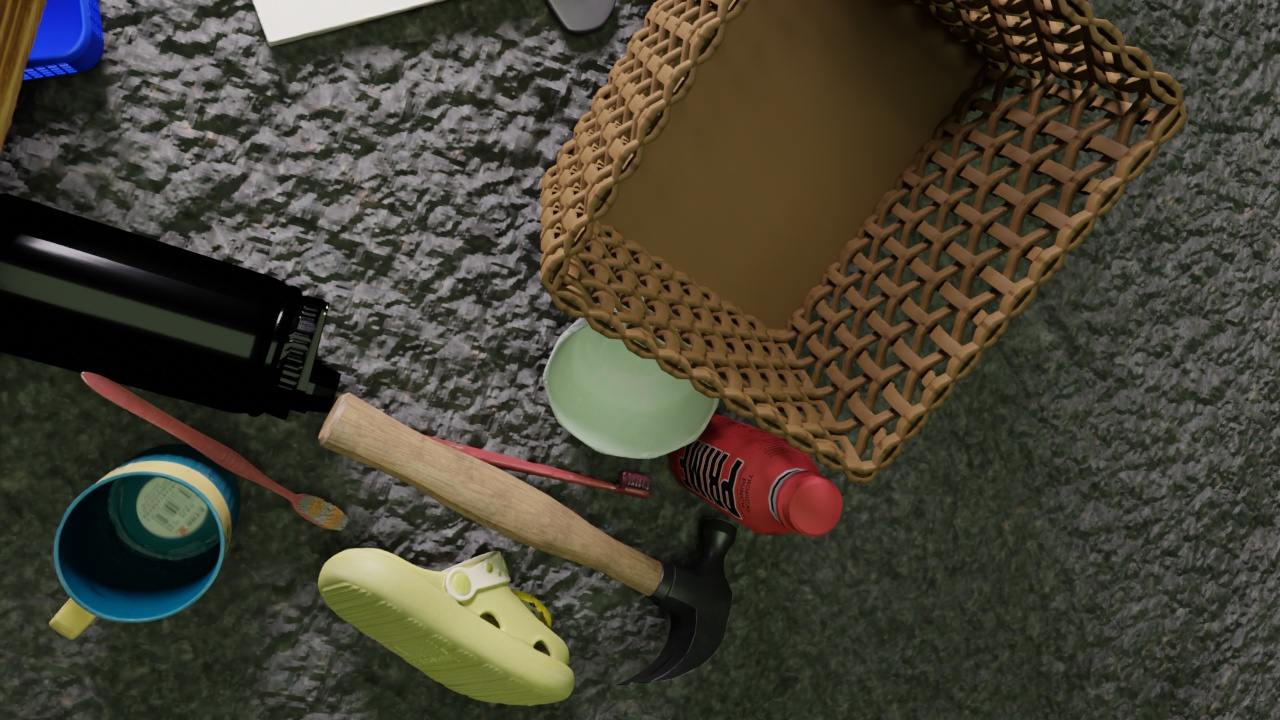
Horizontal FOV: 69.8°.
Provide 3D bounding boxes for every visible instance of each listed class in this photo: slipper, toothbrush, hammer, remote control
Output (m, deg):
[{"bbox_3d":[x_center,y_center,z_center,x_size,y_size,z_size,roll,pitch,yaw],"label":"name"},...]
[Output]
[{"bbox_3d":[-0.123,0.167,0.616,0.190,0.092,0.081,39,44,-25],"label":"slipper"},{"bbox_3d":[-0.252,0.058,0.556,0.184,0.016,0.015,44,58,-37],"label":"toothbrush"},{"bbox_3d":[-0.066,0.112,0.603,0.305,0.040,0.132,31,56,-22],"label":"hammer"},{"bbox_3d":[-0.081,0.071,0.645,0.189,0.016,0.016,14,74,-17],"label":"toothbrush"},{"bbox_3d":[-0.063,-0.279,0.620,0.046,0.009,0.124,-38,105,-10],"label":"remote control"}]

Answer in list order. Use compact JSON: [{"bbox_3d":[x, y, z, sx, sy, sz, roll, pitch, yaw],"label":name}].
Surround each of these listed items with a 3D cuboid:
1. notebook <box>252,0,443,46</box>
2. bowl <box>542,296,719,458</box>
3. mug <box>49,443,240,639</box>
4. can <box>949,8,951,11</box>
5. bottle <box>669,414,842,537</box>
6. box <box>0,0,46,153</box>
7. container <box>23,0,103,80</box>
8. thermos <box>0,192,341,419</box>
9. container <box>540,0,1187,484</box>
[{"bbox_3d":[-0.159,-0.301,0.580,0.208,0.012,0.153,-19,101,-10],"label":"notebook"},{"bbox_3d":[-0.004,0.004,0.629,0.117,0.061,0.118,4,124,5],"label":"bowl"},{"bbox_3d":[-0.293,0.106,0.535,0.083,0.107,0.113,44,82,-18],"label":"mug"},{"bbox_3d":[0.179,-0.287,0.653,0.139,0.088,0.088,-13,99,-16],"label":"can"},{"bbox_3d":[0.076,0.077,0.609,0.062,0.177,0.062,-2,95,-17],"label":"bottle"},{"bbox_3d":[-0.439,-0.128,0.398,0.245,0.168,0.279,20,96,9],"label":"box"},{"bbox_3d":[-0.358,-0.213,0.509,0.096,0.058,0.114,-15,99,-15],"label":"container"},{"bbox_3d":[-0.275,-0.023,0.539,0.198,0.086,0.086,18,90,-18],"label":"thermos"},{"bbox_3d":[0.097,-0.120,0.538,0.219,0.214,0.252,30,108,-18],"label":"container"}]
